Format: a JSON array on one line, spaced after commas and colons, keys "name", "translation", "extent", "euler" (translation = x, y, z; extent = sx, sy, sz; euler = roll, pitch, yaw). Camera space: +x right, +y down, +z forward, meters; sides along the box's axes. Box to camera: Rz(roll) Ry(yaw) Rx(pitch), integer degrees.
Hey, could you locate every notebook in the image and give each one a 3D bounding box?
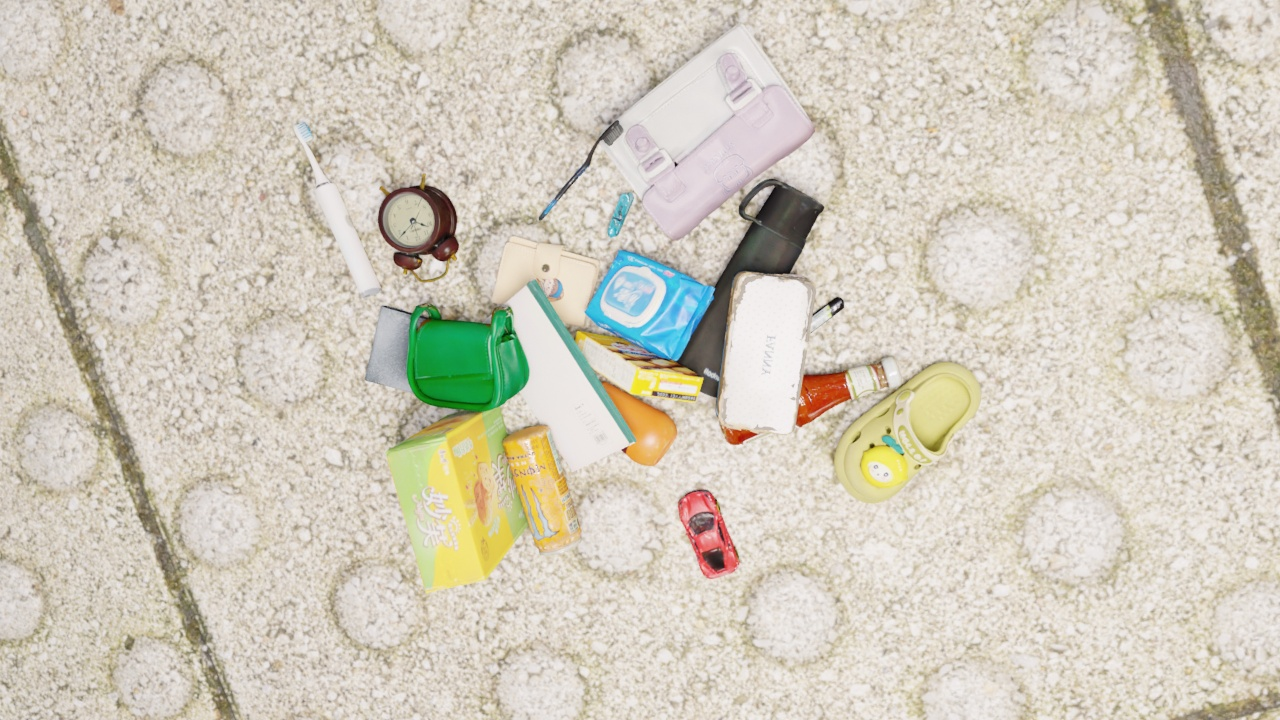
[{"name": "notebook", "translation": [-0.099, 0.024, 1.045], "extent": [0.209, 0.012, 0.151], "euler": [57, 143, -2]}]

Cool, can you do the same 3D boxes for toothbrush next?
[{"name": "toothbrush", "translation": [-0.068, -0.202, 1.006], "extent": [0.016, 0.014, 0.190], "euler": [39, 140, -10]}, {"name": "toothbrush", "translation": [-0.366, -0.181, 1.100], "extent": [0.026, 0.027, 0.221], "euler": [-23, 93, -1]}]

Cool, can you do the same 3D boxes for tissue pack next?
[{"name": "tissue pack", "translation": [0.007, -0.063, 1.012], "extent": [0.157, 0.052, 0.095], "euler": [28, 88, 44]}]

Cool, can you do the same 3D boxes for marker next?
[{"name": "marker", "translation": [0.181, -0.031, 1.046], "extent": [0.124, 0.015, 0.018], "euler": [-37, 91, 8]}]

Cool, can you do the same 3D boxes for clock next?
[{"name": "clock", "translation": [-0.258, -0.152, 1.073], "extent": [0.082, 0.055, 0.122], "euler": [-14, 96, 9]}]

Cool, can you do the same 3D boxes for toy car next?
[{"name": "toy car", "translation": [0.079, 0.205, 1.082], "extent": [0.049, 0.031, 0.106], "euler": [-20, 92, 9]}]

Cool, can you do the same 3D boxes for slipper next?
[{"name": "slipper", "translation": [0.295, 0.080, 1.010], "extent": [0.091, 0.081, 0.191], "euler": [45, 98, 3]}]

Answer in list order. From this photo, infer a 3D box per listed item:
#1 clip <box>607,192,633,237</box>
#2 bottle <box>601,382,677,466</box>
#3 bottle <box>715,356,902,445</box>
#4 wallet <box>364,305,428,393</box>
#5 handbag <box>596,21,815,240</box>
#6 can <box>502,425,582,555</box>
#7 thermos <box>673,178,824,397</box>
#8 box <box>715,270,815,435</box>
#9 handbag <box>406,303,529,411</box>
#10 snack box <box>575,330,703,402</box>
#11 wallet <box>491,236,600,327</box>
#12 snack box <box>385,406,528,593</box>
[{"name": "clip", "translation": [-0.024, -0.167, 1.054], "extent": [0.013, 0.039, 0.056], "euler": [24, 106, 7]}, {"name": "bottle", "translation": [-0.030, 0.060, 1.066], "extent": [0.149, 0.066, 0.067], "euler": [35, 100, 10]}, {"name": "bottle", "translation": [0.189, 0.041, 1.032], "extent": [0.206, 0.059, 0.060], "euler": [-17, 94, 9]}, {"name": "wallet", "translation": [-0.268, -0.005, 1.113], "extent": [0.121, 0.019, 0.097], "euler": [16, 101, 5]}, {"name": "handbag", "translation": [0.071, -0.244, 0.998], "extent": [0.197, 0.098, 0.145], "euler": [-37, 96, 11]}, {"name": "can", "translation": [-0.115, 0.152, 1.083], "extent": [0.058, 0.058, 0.146], "euler": [-15, 99, 10]}, {"name": "thermos", "translation": [0.108, -0.083, 1.019], "extent": [0.090, 0.068, 0.243], "euler": [24, 100, -22]}, {"name": "box", "translation": [0.130, -0.002, 0.972], "extent": [0.090, 0.059, 0.184], "euler": [9, 101, 1]}, {"name": "handbag", "translation": [-0.197, -0.005, 1.044], "extent": [0.131, 0.067, 0.120], "euler": [6, 108, 23]}, {"name": "snack box", "translation": [-0.006, 0.006, 1.003], "extent": [0.086, 0.140, 0.034], "euler": [9, 100, -34]}, {"name": "wallet", "translation": [-0.110, -0.095, 1.076], "extent": [0.115, 0.024, 0.087], "euler": [16, 98, 7]}, {"name": "snack box", "translation": [-0.195, 0.144, 1.023], "extent": [0.070, 0.210, 0.157], "euler": [-14, 96, 9]}]
